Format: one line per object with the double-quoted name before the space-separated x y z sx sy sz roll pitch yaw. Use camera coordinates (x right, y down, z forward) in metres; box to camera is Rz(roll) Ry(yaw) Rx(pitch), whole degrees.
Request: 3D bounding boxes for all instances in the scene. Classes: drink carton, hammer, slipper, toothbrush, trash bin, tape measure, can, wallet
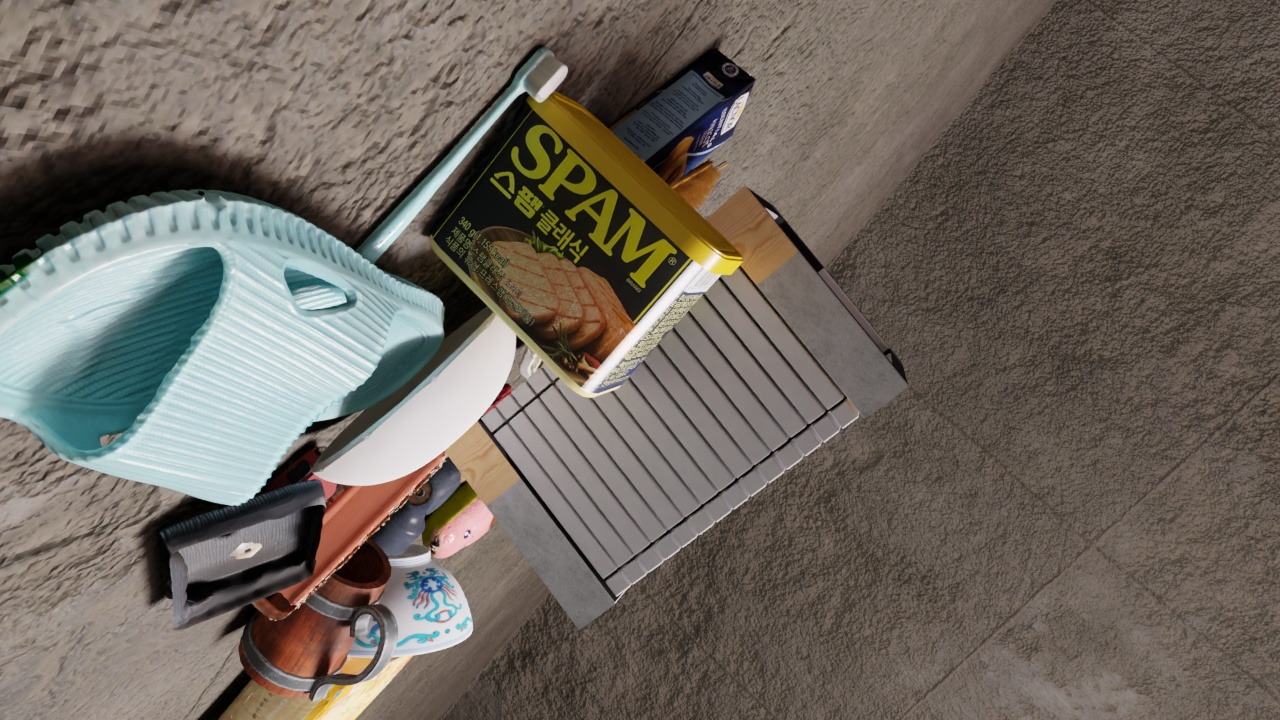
"drink carton" 0.020 -0.155 0.635 0.129 0.040 0.064 -44 170 -26
"hammer" -0.135 0.082 0.870 0.129 0.040 0.321 -48 175 15
"slipper" -0.148 0.002 0.387 0.116 0.069 0.276 -45 169 6
"toothbrush" -0.102 -0.084 0.450 0.180 0.016 0.016 -46 168 0
"trash bin" 0.028 0.028 0.604 0.247 0.142 0.142 -39 175 15
"tape measure" -0.219 0.082 0.582 0.051 0.019 0.059 -37 166 -34
"can" -0.031 -0.062 0.499 0.104 0.135 0.075 -48 171 15
"wallet" -0.236 0.114 0.547 0.089 0.026 0.115 -17 154 -34

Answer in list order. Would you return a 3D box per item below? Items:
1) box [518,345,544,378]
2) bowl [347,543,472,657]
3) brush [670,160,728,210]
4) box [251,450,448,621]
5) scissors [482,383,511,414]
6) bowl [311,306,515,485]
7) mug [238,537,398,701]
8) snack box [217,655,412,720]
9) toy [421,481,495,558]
"box" -0.004 0.005 0.716 0.144 0.180 0.080 -61 171 28
"bowl" -0.224 0.209 0.831 0.144 0.144 0.074 -1 92 -77
"brush" 0.051 -0.155 0.835 0.126 0.017 0.049 -39 167 -44
"box" -0.199 0.098 0.640 0.187 0.057 0.067 -46 -158 -5
"scissors" -0.160 0.052 0.738 0.180 0.015 0.198 -52 169 31
"bowl" -0.124 0.027 0.549 0.150 0.043 0.149 -38 -167 11
"mug" -0.239 0.204 0.706 0.111 0.117 0.081 -55 151 17
"snack box" -0.322 0.323 0.900 0.145 0.080 0.195 -47 171 -2
"toy" -0.187 0.166 0.959 0.109 0.051 0.090 -35 163 -49
